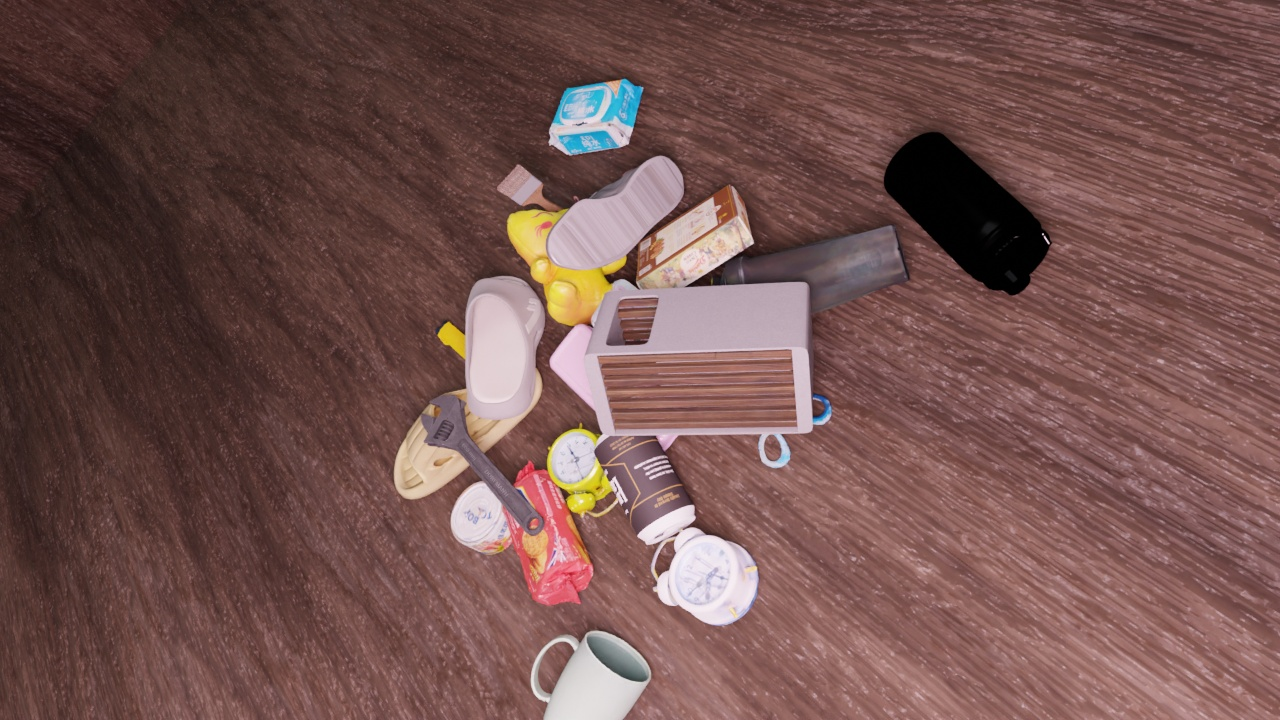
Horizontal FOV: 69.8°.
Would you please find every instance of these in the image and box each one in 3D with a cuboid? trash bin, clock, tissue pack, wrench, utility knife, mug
[{"bbox_3d":[0.069,-0.001,0.994,0.229,0.115,0.114,-2,38,13],"label":"trash bin"},{"bbox_3d":[-0.061,0.134,1.104,0.083,0.057,0.119,-39,57,8],"label":"clock"},{"bbox_3d":[-0.070,-0.364,1.372,0.145,0.061,0.092,0,66,33],"label":"tissue pack"},{"bbox_3d":[-0.196,0.125,1.122,0.073,0.018,0.273,-46,51,-6],"label":"wrench"},{"bbox_3d":[-0.250,-0.013,1.328,0.159,0.017,0.030,37,93,40],"label":"utility knife"},{"bbox_3d":[-0.062,0.342,0.966,0.111,0.084,0.104,34,98,11],"label":"mug"},{"bbox_3d":[0.065,0.228,0.978,0.125,0.052,0.088,13,74,39],"label":"clock"}]

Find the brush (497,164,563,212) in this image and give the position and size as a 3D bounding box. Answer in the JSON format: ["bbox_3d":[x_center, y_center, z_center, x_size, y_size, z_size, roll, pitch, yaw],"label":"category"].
[{"bbox_3d":[-0.135,-0.222,1.284,0.045,0.143,0.008,-44,48,15],"label":"brush"}]

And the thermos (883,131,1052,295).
[{"bbox_3d":[0.351,-0.153,0.975,0.086,0.086,0.198,-38,51,10],"label":"thermos"}]

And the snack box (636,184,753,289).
[{"bbox_3d":[0.065,-0.146,1.140,0.147,0.041,0.143,-31,21,16],"label":"snack box"}]

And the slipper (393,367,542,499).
[{"bbox_3d":[-0.250,0.081,1.239,0.262,0.079,0.111,-36,48,11],"label":"slipper"}]

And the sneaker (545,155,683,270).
[{"bbox_3d":[-0.045,-0.185,1.215,0.235,0.099,0.090,-39,10,-30],"label":"sneaker"}]

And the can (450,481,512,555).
[{"bbox_3d":[-0.195,0.199,1.161,0.086,0.043,0.086,-16,56,26],"label":"can"}]

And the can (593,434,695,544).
[{"bbox_3d":[0.004,0.135,1.032,0.072,0.072,0.128,-34,70,13],"label":"can"}]

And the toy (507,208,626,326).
[{"bbox_3d":[-0.096,-0.129,1.248,0.193,0.134,0.088,61,146,33],"label":"toy"}]

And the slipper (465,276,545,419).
[{"bbox_3d":[-0.188,-0.041,1.218,0.113,0.081,0.265,-4,46,1],"label":"slipper"}]

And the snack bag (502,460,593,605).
[{"bbox_3d":[-0.114,0.208,1.085,0.082,0.082,0.176,-37,50,10],"label":"snack bag"}]

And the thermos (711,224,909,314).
[{"bbox_3d":[0.188,-0.090,1.044,0.221,0.098,0.098,-15,58,20],"label":"thermos"}]

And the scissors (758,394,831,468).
[{"bbox_3d":[0.158,0.049,1.040,0.118,0.013,0.139,-32,51,15],"label":"scissors"}]

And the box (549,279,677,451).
[{"bbox_3d":[-0.006,0.006,1.126,0.201,0.037,0.153,41,98,28],"label":"box"}]
